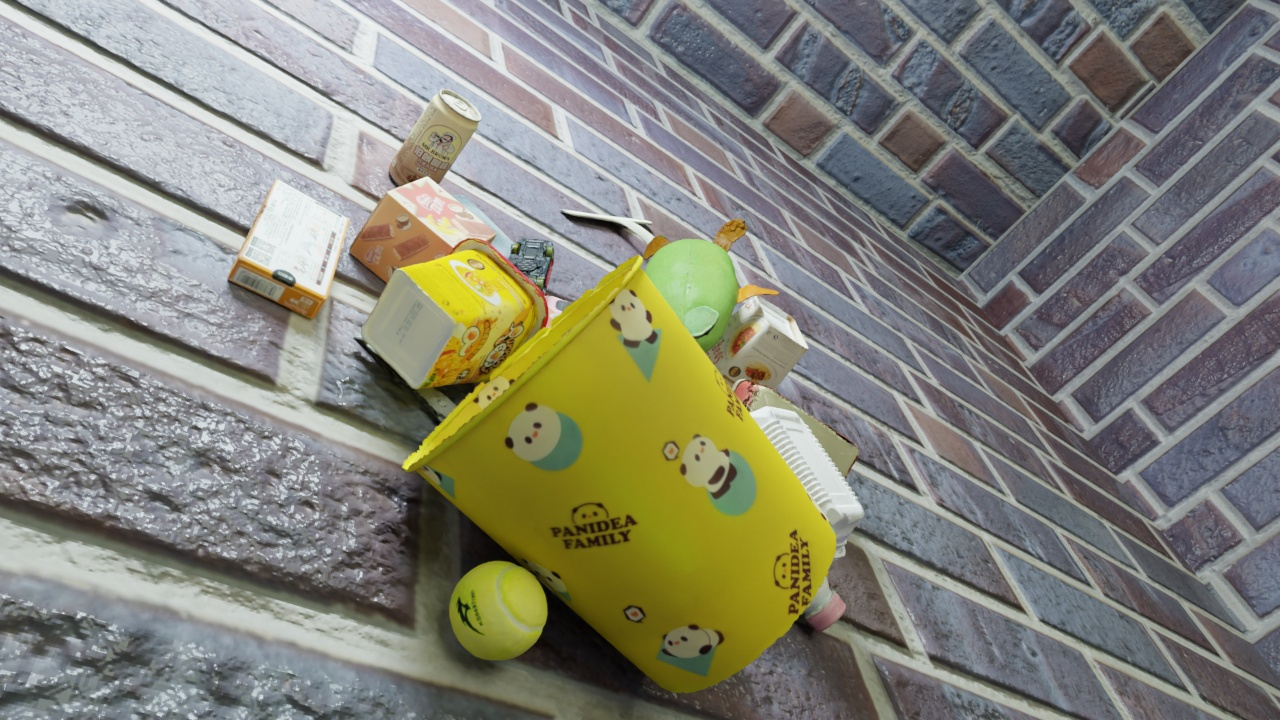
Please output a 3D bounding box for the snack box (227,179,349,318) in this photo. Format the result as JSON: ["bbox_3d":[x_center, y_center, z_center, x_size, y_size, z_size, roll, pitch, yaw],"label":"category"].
[{"bbox_3d":[-0.305,-0.101,0.809,0.075,0.026,0.153,29,26,-26],"label":"snack box"}]

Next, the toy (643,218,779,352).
[{"bbox_3d":[0.065,-0.094,1.191,0.246,0.227,0.090,-81,163,-47],"label":"toy"}]

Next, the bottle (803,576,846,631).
[{"bbox_3d":[0.128,0.186,0.930,0.197,0.068,0.068,47,24,6],"label":"bottle"}]

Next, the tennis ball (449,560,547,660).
[{"bbox_3d":[-0.096,0.168,0.619,0.065,0.066,0.065,33,25,-18],"label":"tennis ball"}]

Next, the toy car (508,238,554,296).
[{"bbox_3d":[-0.126,-0.095,1.034,0.053,0.045,0.120,4,36,4],"label":"toy car"}]

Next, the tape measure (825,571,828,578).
[{"bbox_3d":[0.179,0.222,0.990,0.057,0.029,0.059,42,23,2],"label":"tape measure"}]

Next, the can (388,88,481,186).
[{"bbox_3d":[-0.236,-0.247,1.050,0.058,0.116,0.058,33,26,-18],"label":"can"}]

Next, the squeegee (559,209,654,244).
[{"bbox_3d":[0.030,-0.148,1.382,0.246,0.039,0.246,50,25,18],"label":"squeegee"}]

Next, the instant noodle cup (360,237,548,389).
[{"bbox_3d":[-0.162,-0.035,0.794,0.116,0.116,0.123,43,24,14],"label":"instant noodle cup"}]

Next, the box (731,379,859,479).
[{"bbox_3d":[0.178,0.097,1.096,0.168,0.091,0.079,32,-5,-21],"label":"box"}]

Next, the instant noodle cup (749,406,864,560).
[{"bbox_3d":[0.160,0.119,0.942,0.137,0.060,0.173,13,42,-58],"label":"instant noodle cup"}]

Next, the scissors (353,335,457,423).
[{"bbox_3d":[-0.162,0.055,0.773,0.206,0.015,0.194,25,29,-33],"label":"scissors"}]

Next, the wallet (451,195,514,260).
[{"bbox_3d":[-0.195,-0.152,1.076,0.121,0.019,0.097,45,22,11],"label":"wallet"}]

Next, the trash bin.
[{"bbox_3d":[-0.005,0.091,0.690,0.255,0.230,0.229,49,23,-9],"label":"trash bin"}]

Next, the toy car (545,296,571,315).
[{"bbox_3d":[-0.064,-0.031,1.044,0.122,0.037,0.056,36,26,-16],"label":"toy car"}]

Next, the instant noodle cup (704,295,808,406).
[{"bbox_3d":[0.146,-0.010,1.215,0.116,0.124,0.116,29,26,-27],"label":"instant noodle cup"}]

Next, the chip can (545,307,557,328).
[{"bbox_3d":[-0.044,0.031,0.907,0.215,0.071,0.071,41,24,8],"label":"chip can"}]

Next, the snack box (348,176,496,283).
[{"bbox_3d":[-0.214,-0.117,0.911,0.094,0.077,0.092,40,24,-3],"label":"snack box"}]
